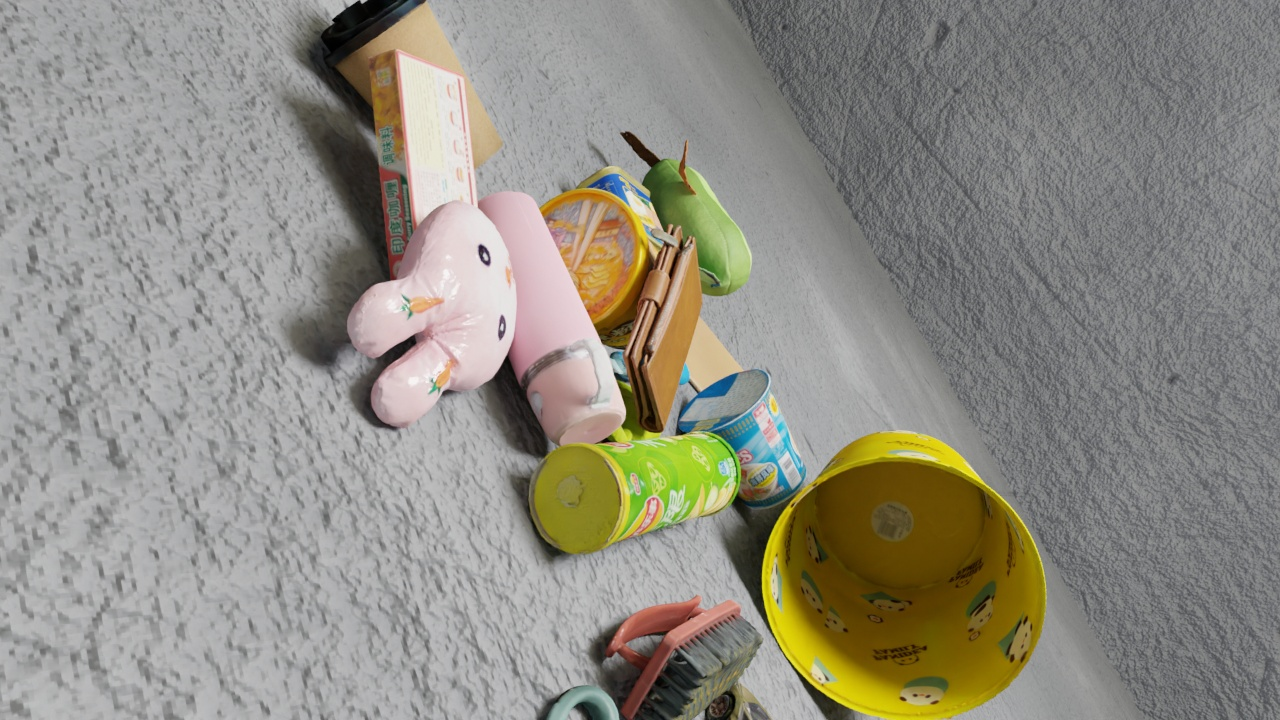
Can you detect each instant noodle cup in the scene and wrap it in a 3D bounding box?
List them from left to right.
[{"bbox_3d":[-0.031,-0.067,0.767,0.114,0.119,0.118,30,34,-62],"label":"instant noodle cup"},{"bbox_3d":[0.106,0.080,0.881,0.110,0.099,0.099,58,21,-19],"label":"instant noodle cup"}]

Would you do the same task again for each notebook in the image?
[{"bbox_3d":[0.069,-0.005,1.019,0.207,0.008,0.147,50,24,-17],"label":"notebook"}]

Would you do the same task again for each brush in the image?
[{"bbox_3d":[0.032,0.193,0.622,0.069,0.063,0.145,34,12,23],"label":"brush"}]

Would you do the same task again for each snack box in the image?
[{"bbox_3d":[-0.145,-0.126,0.632,0.077,0.027,0.156,-8,93,-65],"label":"snack box"}]

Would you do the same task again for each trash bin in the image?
[{"bbox_3d":[0.248,0.178,0.886,0.229,0.230,0.254,58,17,2],"label":"trash bin"}]

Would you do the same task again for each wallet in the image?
[{"bbox_3d":[0.020,-0.028,0.708,0.119,0.035,0.130,72,31,-52],"label":"wallet"}]

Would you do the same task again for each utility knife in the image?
[{"bbox_3d":[-0.005,0.005,0.839,0.217,0.018,0.034,6,55,-64],"label":"utility knife"}]

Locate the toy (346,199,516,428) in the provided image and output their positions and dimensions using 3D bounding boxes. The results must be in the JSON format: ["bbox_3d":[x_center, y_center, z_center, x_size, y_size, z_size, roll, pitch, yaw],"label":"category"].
[{"bbox_3d":[-0.121,-0.028,0.567,0.159,0.054,0.121,-59,145,-53],"label":"toy"}]

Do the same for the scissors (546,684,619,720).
[{"bbox_3d":[-0.032,0.242,0.475,0.143,0.019,0.179,57,24,-2],"label":"scissors"}]

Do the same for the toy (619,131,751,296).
[{"bbox_3d":[0.054,-0.158,1.052,0.227,0.090,0.246,74,-11,-49],"label":"toy"}]

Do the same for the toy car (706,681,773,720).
[{"bbox_3d":[0.075,0.281,0.615,0.070,0.042,0.157,49,21,-20],"label":"toy car"}]

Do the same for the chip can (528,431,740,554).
[{"bbox_3d":[0.007,0.092,0.680,0.221,0.073,0.072,4,57,-63],"label":"chip can"}]

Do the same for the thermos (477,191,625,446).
[{"bbox_3d":[-0.070,-0.036,0.662,0.067,0.087,0.198,-9,58,-28],"label":"thermos"}]

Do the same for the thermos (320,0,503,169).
[{"bbox_3d":[-0.171,-0.210,0.703,0.143,0.093,0.092,55,21,-27],"label":"thermos"}]

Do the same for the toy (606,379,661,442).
[{"bbox_3d":[-0.018,0.042,0.744,0.100,0.031,0.096,28,22,-36],"label":"toy"}]

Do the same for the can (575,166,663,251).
[{"bbox_3d":[-0.015,-0.142,0.960,0.102,0.057,0.083,23,42,-62],"label":"can"}]
